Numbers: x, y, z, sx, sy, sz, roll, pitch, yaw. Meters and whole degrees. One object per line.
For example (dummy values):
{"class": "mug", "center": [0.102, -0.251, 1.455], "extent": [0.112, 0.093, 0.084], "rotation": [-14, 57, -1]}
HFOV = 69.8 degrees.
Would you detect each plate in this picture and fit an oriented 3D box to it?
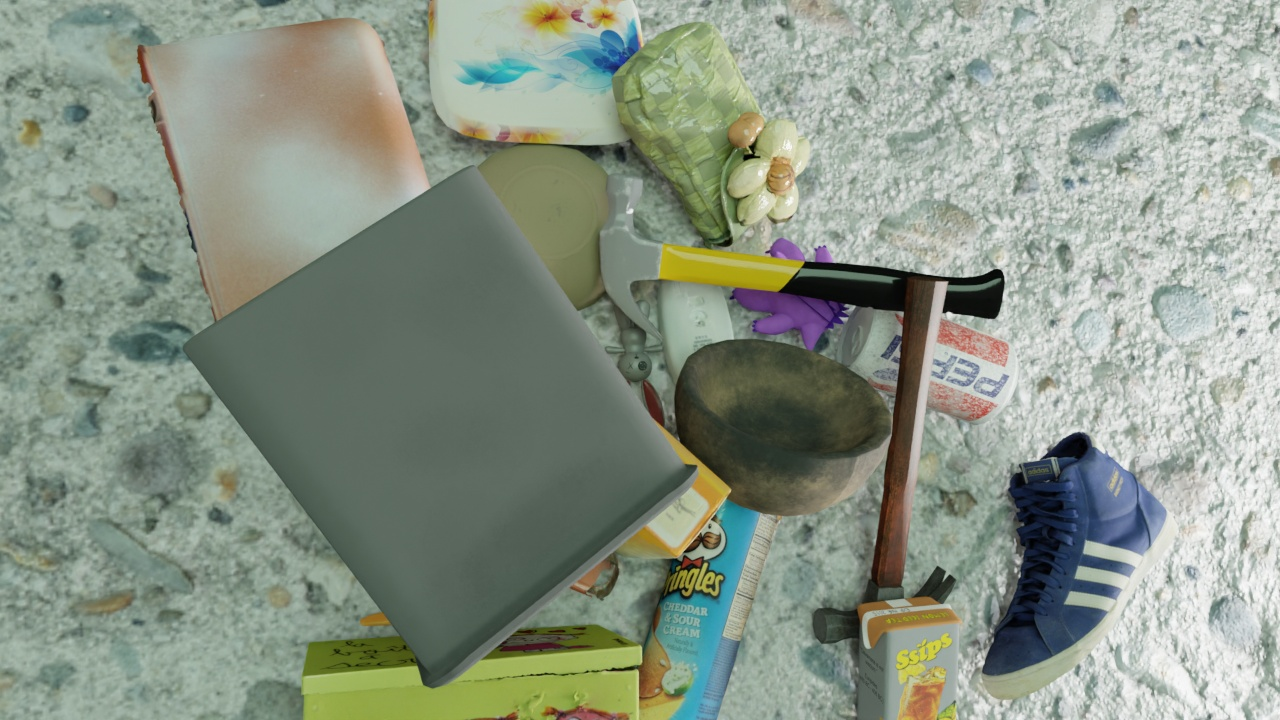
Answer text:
{"class": "plate", "center": [-0.086, -0.269, 0.787], "extent": [0.187, 0.016, 0.186], "rotation": [-1, 68, -13]}

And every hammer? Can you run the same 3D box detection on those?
{"class": "hammer", "center": [0.126, -0.066, 0.733], "extent": [0.323, 0.029, 0.127], "rotation": [7, 100, 0]}
{"class": "hammer", "center": [0.210, 0.083, 0.734], "extent": [0.111, 0.028, 0.301], "rotation": [1, 102, -14]}

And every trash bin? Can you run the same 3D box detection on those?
{"class": "trash bin", "center": [-0.110, 0.034, 0.530], "extent": [0.191, 0.098, 0.220], "rotation": [-37, 96, -17]}
{"class": "trash bin", "center": [-0.227, -0.089, 0.657], "extent": [0.157, 0.182, 0.259], "rotation": [-16, 82, -16]}

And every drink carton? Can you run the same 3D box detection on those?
{"class": "drink carton", "center": [0.210, 0.255, 0.726], "extent": [0.076, 0.048, 0.125], "rotation": [-3, 99, -12]}

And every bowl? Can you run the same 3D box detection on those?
{"class": "bowl", "center": [0.102, 0.054, 0.696], "extent": [0.162, 0.162, 0.070], "rotation": [5, 121, -11]}
{"class": "bowl", "center": [-0.079, -0.114, 0.758], "extent": [0.152, 0.050, 0.152], "rotation": [2, 79, -11]}

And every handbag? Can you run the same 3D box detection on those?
{"class": "handbag", "center": [0.066, -0.182, 0.753], "extent": [0.113, 0.117, 0.186], "rotation": [-48, 122, -13]}

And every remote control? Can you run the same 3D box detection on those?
{"class": "remote control", "center": [0.049, -0.019, 0.777], "extent": [0.060, 0.028, 0.114], "rotation": [-9, 81, -14]}

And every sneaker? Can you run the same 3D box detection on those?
{"class": "sneaker", "center": [0.341, 0.158, 0.770], "extent": [0.232, 0.091, 0.118], "rotation": [-37, 93, -17]}

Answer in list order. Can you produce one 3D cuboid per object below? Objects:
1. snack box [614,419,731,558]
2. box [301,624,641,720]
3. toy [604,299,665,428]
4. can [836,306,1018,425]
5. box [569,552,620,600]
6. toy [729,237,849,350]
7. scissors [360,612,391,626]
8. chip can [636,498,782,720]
{"class": "snack box", "center": [-0.048, 0.066, 0.680], "extent": [0.195, 0.145, 0.080], "rotation": [42, 73, -2]}
{"class": "box", "center": [-0.120, 0.234, 0.635], "extent": [0.220, 0.124, 0.082], "rotation": [3, 82, -15]}
{"class": "toy", "center": [-0.005, 0.004, 0.761], "extent": [0.049, 0.030, 0.111], "rotation": [-2, 80, -7]}
{"class": "can", "center": [0.246, 0.000, 0.789], "extent": [0.136, 0.078, 0.078], "rotation": [19, 76, -8]}
{"class": "box", "center": [-0.101, 0.134, 0.706], "extent": [0.186, 0.058, 0.060], "rotation": [23, 43, -8]}
{"class": "toy", "center": [0.137, -0.059, 0.789], "extent": [0.088, 0.056, 0.106], "rotation": [41, 74, 0]}
{"class": "scissors", "center": [-0.148, 0.191, 0.704], "extent": [0.129, 0.011, 0.125], "rotation": [-13, 83, -16]}
{"class": "chip can", "center": [0.046, 0.204, 0.708], "extent": [0.080, 0.080, 0.229], "rotation": [22, 76, -7]}
